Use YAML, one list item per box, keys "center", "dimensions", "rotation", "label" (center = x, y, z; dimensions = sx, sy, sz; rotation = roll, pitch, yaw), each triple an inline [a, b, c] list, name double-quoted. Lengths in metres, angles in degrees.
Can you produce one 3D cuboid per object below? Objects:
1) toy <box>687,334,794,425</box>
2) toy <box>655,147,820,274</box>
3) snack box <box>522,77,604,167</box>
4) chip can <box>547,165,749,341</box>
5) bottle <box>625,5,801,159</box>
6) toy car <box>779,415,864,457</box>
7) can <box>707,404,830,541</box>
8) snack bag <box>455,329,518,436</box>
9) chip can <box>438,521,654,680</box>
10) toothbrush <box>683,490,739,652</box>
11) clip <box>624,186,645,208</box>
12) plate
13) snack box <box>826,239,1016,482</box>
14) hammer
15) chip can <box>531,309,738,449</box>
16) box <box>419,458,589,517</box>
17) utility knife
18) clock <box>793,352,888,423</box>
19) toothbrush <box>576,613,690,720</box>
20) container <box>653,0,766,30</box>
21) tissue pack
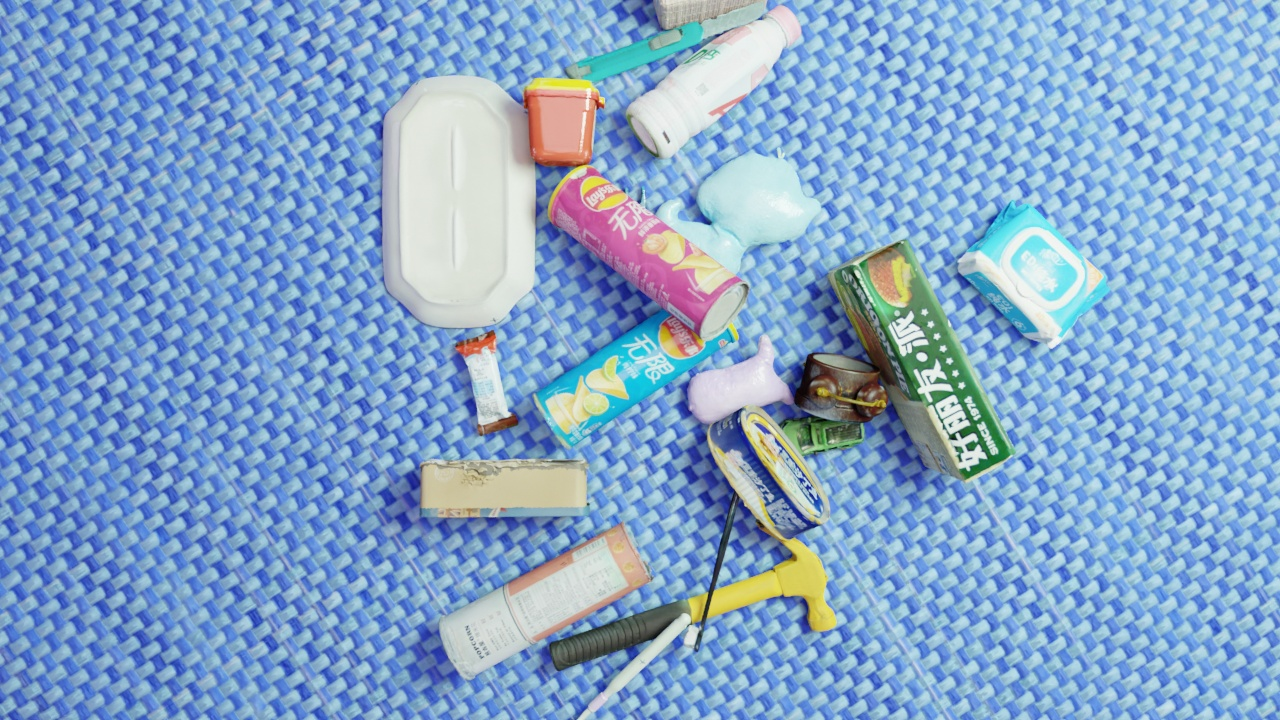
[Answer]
- center: [0.099, 0.028, 0.959]
  dimensions: [0.108, 0.039, 0.084]
  rotation: [-21, 107, 4]
  label: "toy"
- center: [0.100, -0.152, 0.953]
  dimensions: [0.161, 0.049, 0.156]
  rotation: [19, 98, 6]
  label: "toy"
- center: [-0.077, -0.238, 0.927]
  dimensions: [0.082, 0.091, 0.080]
  rotation: [1, 97, -2]
  label: "snack box"
- center: [0.006, -0.107, 0.901]
  dimensions: [0.210, 0.071, 0.071]
  rotation: [39, 89, 21]
  label: "chip can"
- center: [0.079, -0.289, 0.942]
  dimensions: [0.197, 0.068, 0.068]
  rotation: [-39, 92, -4]
  label: "bottle"
- center: [0.191, 0.077, 0.967]
  dimensions: [0.091, 0.036, 0.043]
  rotation: [-11, 93, 2]
  label: "toy car"
- center: [0.131, 0.114, 0.936]
  dimensions: [0.049, 0.074, 0.148]
  rotation: [-34, 98, 31]
  label: "can"
- center: [-0.161, 0.024, 0.958]
  dimensions: [0.048, 0.026, 0.104]
  rotation: [-17, 92, 5]
  label: "snack bag"
- center: [-0.095, 0.245, 0.942]
  dimensions: [0.214, 0.071, 0.071]
  rotation: [-28, 92, -1]
  label: "chip can"
- center: [0.076, 0.211, 0.942]
  dimensions: [0.018, 0.015, 0.181]
  rotation: [17, 91, 7]
  label: "toothbrush"
- center: [-0.004, -0.156, 0.967]
  dimensions: [0.042, 0.014, 0.056]
  rotation: [-6, 92, -1]
  label: "clip"
- center: [-0.190, -0.166, 0.950]
  dimensions: [0.162, 0.034, 0.265]
  rotation: [1, 91, -2]
  label: "plate"
- center: [0.278, 0.000, 0.928]
  dimensions: [0.063, 0.114, 0.240]
  rotation: [-27, 91, -1]
  label: "snack box"
- center: [0.051, 0.264, 0.967]
  dimensions: [0.300, 0.033, 0.129]
  rotation: [-19, 91, -2]
  label: "hammer"
- center: [-0.006, 0.005, 0.941]
  dimensions: [0.210, 0.071, 0.071]
  rotation: [-33, 92, -1]
  label: "chip can"
- center: [-0.129, 0.129, 0.931]
  dimensions: [0.184, 0.090, 0.061]
  rotation: [2, 84, -1]
  label: "box"
- center: [0.024, -0.327, 0.943]
  dimensions: [0.216, 0.013, 0.029]
  rotation: [-17, 84, 11]
  label: "utility knife"
- center: [0.202, 0.030, 0.925]
  dimensions: [0.082, 0.122, 0.055]
  rotation: [10, 103, -2]
  label: "clock"
- center: [-0.012, 0.327, 0.949]
  dimensions: [0.190, 0.029, 0.020]
  rotation: [-49, 68, 13]
  label: "toothbrush"
- center: [0.065, -0.395, 0.929]
  dimensions: [0.111, 0.090, 0.090]
  rotation: [-15, 91, 2]
  label: "container"
- center: [0.409, -0.091, 0.956]
  dimensions: [0.140, 0.063, 0.090]
  rotation: [44, 89, -2]
  label: "tissue pack"
